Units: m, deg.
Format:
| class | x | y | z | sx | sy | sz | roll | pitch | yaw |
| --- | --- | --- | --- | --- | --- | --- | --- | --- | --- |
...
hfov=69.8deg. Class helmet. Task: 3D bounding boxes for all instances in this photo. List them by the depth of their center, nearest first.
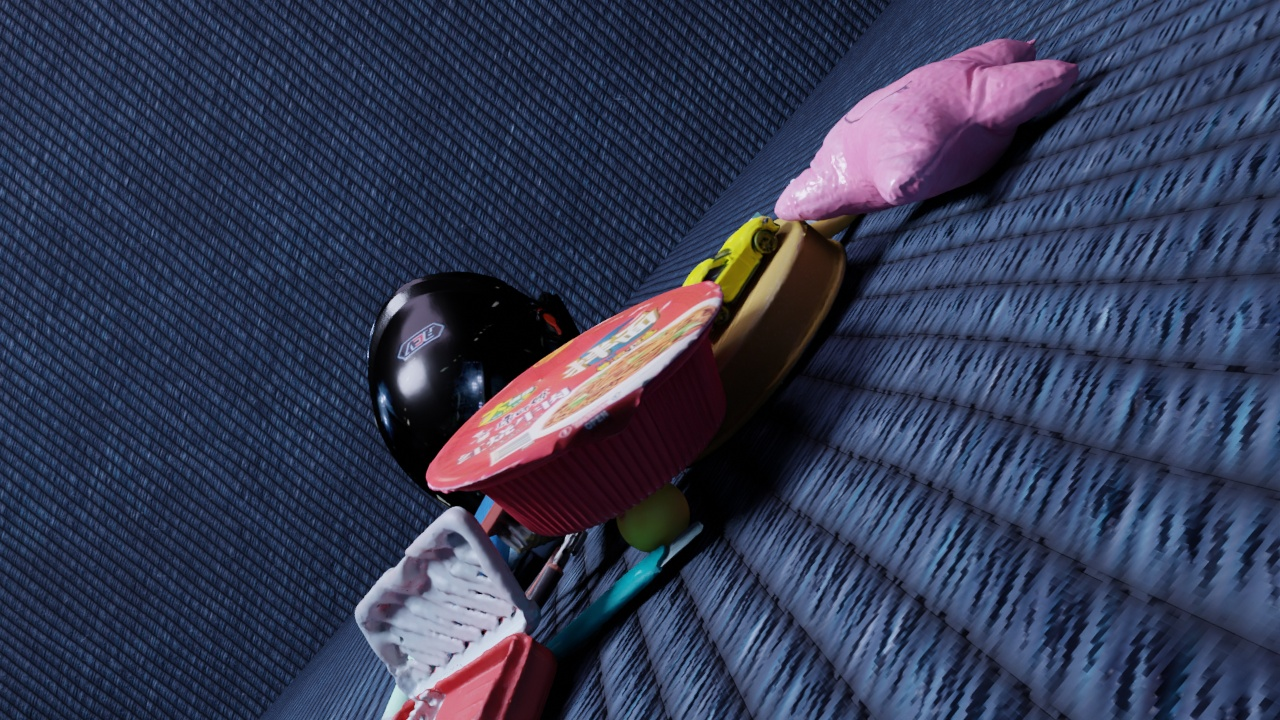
| class | x | y | z | sx | sy | sz | roll | pitch | yaw |
| --- | --- | --- | --- | --- | --- | --- | --- | --- | --- |
| helmet | -0.166 | 0.042 | 0.986 | 0.234 | 0.275 | 0.230 | -31 | 37 | 11 |

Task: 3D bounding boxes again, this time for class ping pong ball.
| class | x | y | z | sx | sy | sz | roll | pitch | yaw |
| --- | --- | --- | --- | --- | --- | --- | --- | --- | --- |
| ping pong ball | 0.007 | 0.085 | 0.501 | 0.040 | 0.040 | 0.040 | -48 | 6 | 6 |

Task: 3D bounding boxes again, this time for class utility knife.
| class | x | y | z | sx | sy | sz | roll | pitch | yaw |
| --- | --- | --- | --- | --- | --- | --- | --- | --- | --- |
| utility knife | -0.023 | 0.139 | 0.498 | 0.180 | 0.013 | 0.029 | -47 | 9 | 28 |

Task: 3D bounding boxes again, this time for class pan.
| class | x | y | z | sx | sy | sz | roll | pitch | yaw |
| --- | --- | --- | --- | --- | --- | --- | --- | --- | --- |
| pan | 0.110 | -0.063 | 0.691 | 0.198 | 0.078 | 0.356 | -36 | 20 | 55 |

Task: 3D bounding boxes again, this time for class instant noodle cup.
| class | x | y | z | sx | sy | sz | roll | pitch | yaw |
| --- | --- | --- | --- | --- | --- | --- | --- | --- | --- |
| instant noodle cup | -0.023 | 0.034 | 0.515 | 0.194 | 0.066 | 0.193 | -31 | 13 | 8 |

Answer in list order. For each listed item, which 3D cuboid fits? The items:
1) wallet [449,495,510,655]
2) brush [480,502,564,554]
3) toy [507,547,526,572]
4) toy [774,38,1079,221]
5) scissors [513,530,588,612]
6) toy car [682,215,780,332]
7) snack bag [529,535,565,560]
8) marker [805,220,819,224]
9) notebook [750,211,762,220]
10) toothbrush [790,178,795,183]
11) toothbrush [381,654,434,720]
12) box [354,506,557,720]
| class | x | y | z | sx | sy | sz | roll | pitch | yaw |
| --- | --- | --- | --- | --- | --- | --- | --- | --- | --- |
| wallet | -0.138 | 0.177 | 0.796 | 0.133 | 0.040 | 0.106 | -97 | 32 | -65 |
| brush | -0.064 | 0.087 | 0.664 | 0.063 | 0.069 | 0.145 | -57 | -19 | 14 |
| toy | -0.175 | 0.221 | 0.916 | 0.155 | 0.050 | 0.162 | -46 | 14 | -30 |
| toy | 0.174 | -0.143 | 0.567 | 0.178 | 0.074 | 0.195 | -37 | 12 | -10 |
| scissors | -0.053 | 0.129 | 0.609 | 0.206 | 0.015 | 0.192 | -60 | 2 | -36 |
| toy car | 0.054 | -0.057 | 0.614 | 0.105 | 0.032 | 0.048 | -54 | 11 | -14 |
| snack bag | -0.036 | 0.090 | 0.808 | 0.191 | 0.039 | 0.110 | -49 | -5 | -9 |
| marker | 0.146 | -0.112 | 0.791 | 0.123 | 0.015 | 0.018 | -46 | 40 | -13 |
| notebook | 0.092 | -0.087 | 0.990 | 0.150 | 0.012 | 0.209 | -48 | 13 | 13 |
| toothbrush | 0.139 | -0.138 | 0.832 | 0.189 | 0.029 | 0.021 | 54 | -138 | -86 |
| toothbrush | -0.180 | 0.236 | 0.805 | 0.026 | 0.027 | 0.224 | -21 | 24 | 17 |
| box | -0.116 | 0.183 | 0.534 | 0.202 | 0.073 | 0.154 | -43 | 48 | 46 |
